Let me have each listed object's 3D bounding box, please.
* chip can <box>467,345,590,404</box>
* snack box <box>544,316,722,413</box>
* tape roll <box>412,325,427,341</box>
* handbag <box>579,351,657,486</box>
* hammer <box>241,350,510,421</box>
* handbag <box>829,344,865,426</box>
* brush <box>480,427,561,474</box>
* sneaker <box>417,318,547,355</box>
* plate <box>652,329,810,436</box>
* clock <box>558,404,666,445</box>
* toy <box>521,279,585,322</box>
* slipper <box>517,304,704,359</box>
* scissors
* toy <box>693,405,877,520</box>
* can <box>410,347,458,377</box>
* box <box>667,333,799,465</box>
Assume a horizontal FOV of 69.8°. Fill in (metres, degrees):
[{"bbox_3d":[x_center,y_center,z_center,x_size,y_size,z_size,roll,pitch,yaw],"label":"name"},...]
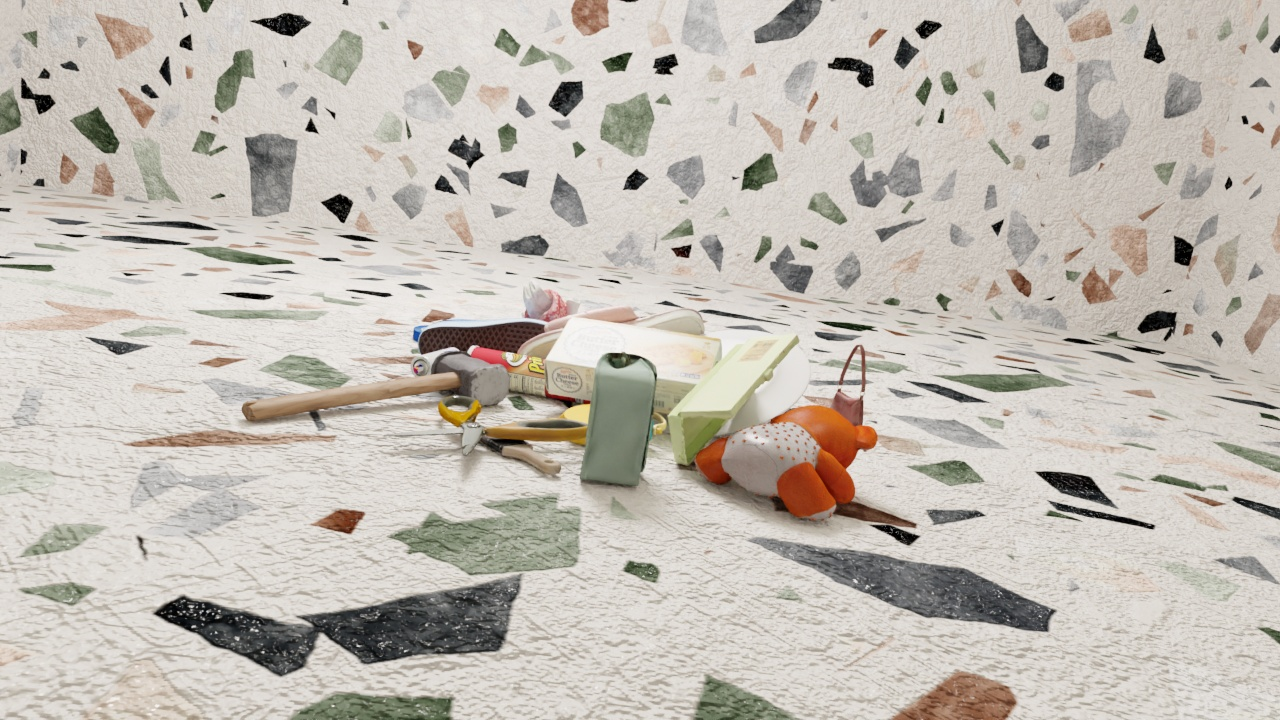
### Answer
[{"bbox_3d":[-0.127,0.024,1.231,0.215,0.052,0.051,10,11,9],"label":"chip can"},{"bbox_3d":[-0.007,0.007,1.163,0.208,0.058,0.104,9,38,12],"label":"snack box"},{"bbox_3d":[-0.326,-0.040,1.499,0.093,0.016,0.091,14,13,28],"label":"tape roll"},{"bbox_3d":[-0.021,0.059,0.944,0.067,0.122,0.106,8,11,-3],"label":"handbag"},{"bbox_3d":[-0.303,0.036,1.075,0.098,0.052,0.327,18,18,40],"label":"hammer"},{"bbox_3d":[0.301,0.035,1.306,0.029,0.120,0.055,-2,15,-43],"label":"handbag"},{"bbox_3d":[-0.132,0.093,0.972,0.038,0.012,0.151,-2,14,-39],"label":"brush"},{"bbox_3d":[-0.205,-0.029,1.369,0.241,0.083,0.098,5,12,-3],"label":"sneaker"},{"bbox_3d":[0.101,0.019,1.212,0.242,0.016,0.242,-10,32,6],"label":"plate"},{"bbox_3d":[-0.035,0.074,1.077,0.129,0.044,0.099,-5,16,-24],"label":"clock"},{"bbox_3d":[-0.123,-0.062,1.439,0.159,0.084,0.194,-21,-29,24],"label":"toy"},{"bbox_3d":[-0.042,-0.030,1.308,0.274,0.114,0.054,-10,48,-13],"label":"slipper"},{"bbox_3d":[-0.161,0.071,0.993,0.229,0.016,0.225,3,11,-11],"label":"scissors"},{"bbox_3d":[0.163,0.103,0.975,0.164,0.093,0.172,14,25,41],"label":"toy"},{"bbox_3d":[-0.280,0.003,1.271,0.032,0.032,0.095,11,12,16],"label":"can"},{"bbox_3d":[0.100,0.032,1.056,0.066,0.128,0.187,44,44,3],"label":"box"}]
